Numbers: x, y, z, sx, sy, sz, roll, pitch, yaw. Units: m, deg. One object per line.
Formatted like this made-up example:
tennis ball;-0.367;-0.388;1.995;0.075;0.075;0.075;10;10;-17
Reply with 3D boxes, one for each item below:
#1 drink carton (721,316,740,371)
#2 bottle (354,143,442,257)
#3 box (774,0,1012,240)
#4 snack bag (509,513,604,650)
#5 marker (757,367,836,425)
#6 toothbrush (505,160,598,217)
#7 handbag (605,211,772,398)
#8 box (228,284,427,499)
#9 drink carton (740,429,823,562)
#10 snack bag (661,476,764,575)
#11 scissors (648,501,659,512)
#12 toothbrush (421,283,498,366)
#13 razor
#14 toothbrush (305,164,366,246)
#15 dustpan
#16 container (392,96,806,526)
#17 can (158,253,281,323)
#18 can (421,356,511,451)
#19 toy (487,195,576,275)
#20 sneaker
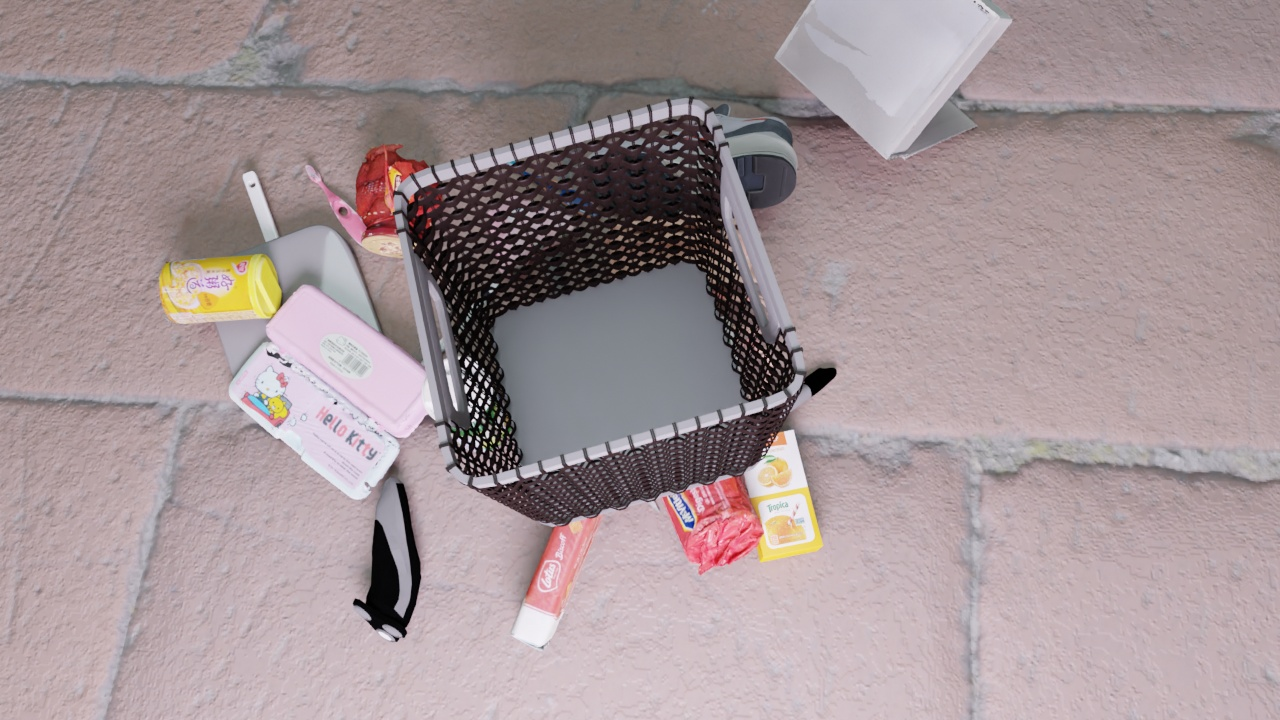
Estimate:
drink carton;0.032;0.000;0.901;0.122;0.041;0.058;-12;105;0
bottle;-0.260;-0.176;0.994;0.099;0.099;0.111;1;76;3
box;0.270;-0.280;1.036;0.165;0.446;0.167;-41;74;0
snack bag;-0.062;0.160;0.870;0.041;0.077;0.225;23;80;5
marker;0.149;0.040;0.924;0.138;0.016;0.022;-31;43;-28
toothbrush;-0.101;-0.195;1.033;0.135;0.017;0.021;32;78;12
handbag;0.033;-0.061;0.967;0.199;0.116;0.187;-2;105;-2
box;-0.317;0.028;0.943;0.201;0.041;0.153;34;79;15
drink carton;0.133;0.130;0.902;0.058;0.040;0.122;-11;72;-1
snack bag;0.056;0.112;0.879;0.082;0.082;0.176;-22;60;-4
scissors;-0.034;0.088;0.934;0.148;0.019;0.118;7;77;0
toothbrush;-0.215;-0.014;0.979;0.012;0.017;0.186;38;78;14
razor;-0.242;0.191;0.896;0.060;0.057;0.156;14;62;-22
toothbrush;-0.341;-0.174;1.038;0.021;0.016;0.135;-39;74;-8
dustpan;-0.396;-0.098;1.011;0.163;0.033;0.257;-22;81;-4
container;-0.026;-0.015;0.744;0.245;0.244;0.247;-16;69;-1
can;-0.436;-0.074;0.955;0.105;0.068;0.067;-4;72;-1
can;-0.167;0.045;0.902;0.067;0.121;0.067;-1;72;2
toy;-0.129;-0.144;1.001;0.099;0.053;0.096;-35;61;-12
sneaker;0.062;-0.223;1.001;0.240;0.089;0.124;5;46;21
